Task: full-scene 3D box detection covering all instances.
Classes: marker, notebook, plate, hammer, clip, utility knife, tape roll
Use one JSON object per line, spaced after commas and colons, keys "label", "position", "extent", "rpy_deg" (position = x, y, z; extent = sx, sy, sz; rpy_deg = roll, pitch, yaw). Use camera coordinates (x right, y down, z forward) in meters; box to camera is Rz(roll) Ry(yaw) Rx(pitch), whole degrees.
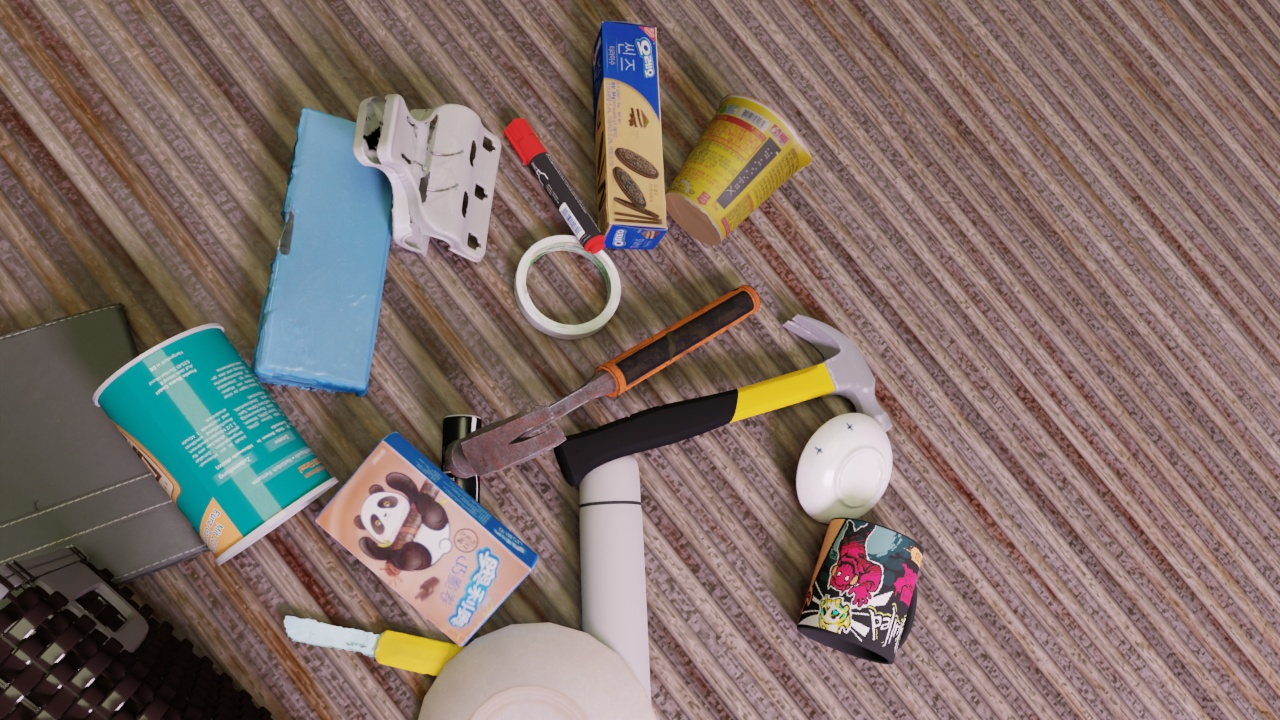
{"label": "marker", "position": [-0.077, -0.156, 0.825], "extent": [0.023, 0.021, 0.145], "rpy_deg": [-34, 76, 2]}
{"label": "notebook", "position": [-0.438, 0.076, 0.676], "extent": [0.169, 0.029, 0.209], "rpy_deg": [-20, 78, -21]}
{"label": "plate", "position": [0.187, 0.099, 0.809], "extent": [0.104, 0.026, 0.104], "rpy_deg": [-7, 105, -26]}
{"label": "plate", "position": [-0.080, 0.292, 0.679], "extent": [0.189, 0.027, 0.188], "rpy_deg": [-1, 81, 5]}
{"label": "hammer", "position": [0.074, 0.041, 0.789], "extent": [0.322, 0.029, 0.127], "rpy_deg": [-14, 76, -29]}
{"label": "hammer", "position": [-0.004, 0.004, 0.753], "extent": [0.313, 0.138, 0.035], "rpy_deg": [-30, 95, -34]}
{"label": "clip", "position": [-0.190, -0.160, 0.774], "extent": [0.152, 0.099, 0.126], "rpy_deg": [22, 65, -48]}
{"label": "utility knife", "position": [-0.166, 0.227, 0.711], "extent": [0.217, 0.019, 0.030], "rpy_deg": [17, 66, -15]}
{"label": "tape roll", "position": [-0.065, -0.065, 0.816], "extent": [0.093, 0.018, 0.093], "rpy_deg": [4, 74, -13]}

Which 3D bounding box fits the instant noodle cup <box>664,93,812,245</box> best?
{"label": "instant noodle cup", "position": [0.079, -0.171, 0.848], "extent": [0.100, 0.100, 0.112], "rpy_deg": [40, 80, -2]}

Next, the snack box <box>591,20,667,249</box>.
{"label": "snack box", "position": [-0.013, -0.208, 0.847], "extent": [0.057, 0.056, 0.206], "rpy_deg": [1, 75, -14]}

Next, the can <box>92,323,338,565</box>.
{"label": "can", "position": [-0.306, 0.060, 0.668], "extent": [0.099, 0.099, 0.144], "rpy_deg": [-37, 93, -21]}

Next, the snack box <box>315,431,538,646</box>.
{"label": "snack box", "position": [-0.164, 0.137, 0.708], "extent": [0.151, 0.034, 0.087], "rpy_deg": [41, 100, -2]}

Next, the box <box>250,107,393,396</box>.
{"label": "box", "position": [-0.259, -0.088, 0.765], "extent": [0.093, 0.054, 0.231], "rpy_deg": [12, 72, -30]}

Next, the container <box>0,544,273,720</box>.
{"label": "container", "position": [-0.336, 0.284, 0.522], "extent": [0.243, 0.248, 0.245], "rpy_deg": [43, 69, -12]}

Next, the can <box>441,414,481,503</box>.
{"label": "can", "position": [-0.146, 0.086, 0.747], "extent": [0.031, 0.032, 0.080], "rpy_deg": [3, 75, -14]}

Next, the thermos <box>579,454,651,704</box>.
{"label": "thermos", "position": [-0.022, 0.186, 0.742], "extent": [0.052, 0.052, 0.224], "rpy_deg": [1, 75, -15]}

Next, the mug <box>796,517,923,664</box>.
{"label": "mug", "position": [0.199, 0.204, 0.788], "extent": [0.118, 0.082, 0.098], "rpy_deg": [36, 67, -33]}
